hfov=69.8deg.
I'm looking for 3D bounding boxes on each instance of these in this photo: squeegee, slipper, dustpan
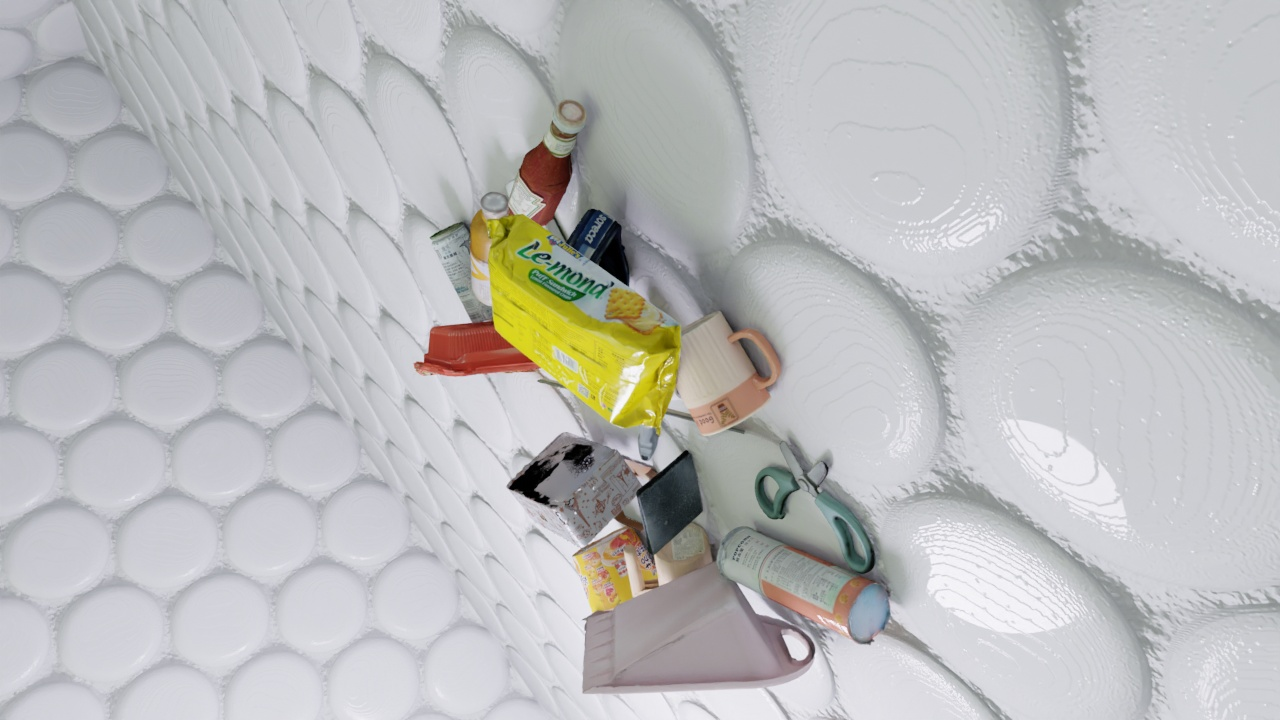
[{"bbox_3d":[0.007,0.081,1.168,0.246,0.039,0.247,14,160,7],"label":"squeegee"},{"bbox_3d":[-0.054,-0.083,1.057,0.095,0.104,0.253,32,153,3],"label":"slipper"},{"bbox_3d":[0.070,0.368,1.157,0.139,0.273,0.222,62,-175,-8],"label":"dustpan"}]

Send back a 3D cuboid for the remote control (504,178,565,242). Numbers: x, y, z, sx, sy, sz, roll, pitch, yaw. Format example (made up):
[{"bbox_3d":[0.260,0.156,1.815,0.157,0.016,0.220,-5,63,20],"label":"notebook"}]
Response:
[{"bbox_3d":[-0.125,-0.169,1.154,0.056,0.019,0.135,-2,118,60],"label":"remote control"}]

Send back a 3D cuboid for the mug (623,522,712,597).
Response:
[{"bbox_3d":[0.043,0.293,1.295,0.084,0.125,0.104,-88,-10,-53],"label":"mug"}]

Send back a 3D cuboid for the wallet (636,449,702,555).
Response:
[{"bbox_3d":[0.038,0.186,1.197,0.019,0.097,0.121,27,142,38],"label":"wallet"}]

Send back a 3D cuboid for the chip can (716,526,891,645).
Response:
[{"bbox_3d":[0.184,0.255,1.061,0.215,0.071,0.071,13,131,54],"label":"chip can"}]

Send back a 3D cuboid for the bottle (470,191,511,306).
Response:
[{"bbox_3d":[-0.196,-0.149,1.242,0.068,0.067,0.190,46,152,20],"label":"bottle"}]

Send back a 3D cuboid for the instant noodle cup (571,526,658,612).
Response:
[{"bbox_3d":[-0.039,0.336,1.468,0.110,0.137,0.138,63,154,3],"label":"instant noodle cup"}]

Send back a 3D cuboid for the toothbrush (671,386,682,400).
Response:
[{"bbox_3d":[0.037,0.035,1.108,0.221,0.026,0.026,-7,95,61],"label":"toothbrush"}]

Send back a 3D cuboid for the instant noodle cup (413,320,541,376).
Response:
[{"bbox_3d":[-0.248,-0.017,1.405,0.189,0.164,0.079,8,104,56],"label":"instant noodle cup"}]

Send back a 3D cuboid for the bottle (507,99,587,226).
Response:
[{"bbox_3d":[-0.101,-0.216,1.017,0.060,0.059,0.207,53,153,5],"label":"bottle"}]

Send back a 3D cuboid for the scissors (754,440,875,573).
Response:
[{"bbox_3d":[0.182,0.163,1.019,0.170,0.019,0.179,57,155,-6],"label":"scissors"}]

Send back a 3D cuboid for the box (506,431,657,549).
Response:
[{"bbox_3d":[-0.061,0.218,1.354,0.183,0.156,0.193,10,136,59],"label":"box"}]

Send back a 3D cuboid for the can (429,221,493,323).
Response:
[{"bbox_3d":[-0.259,-0.131,1.380,0.058,0.058,0.147,7,126,57],"label":"can"}]

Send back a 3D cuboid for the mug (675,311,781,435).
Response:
[{"bbox_3d":[0.086,0.007,0.947,0.115,0.081,0.106,-26,97,37],"label":"mug"}]

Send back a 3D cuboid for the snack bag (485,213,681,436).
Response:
[{"bbox_3d":[-0.065,-0.031,0.949,0.246,0.068,0.158,36,150,19],"label":"snack bag"}]
